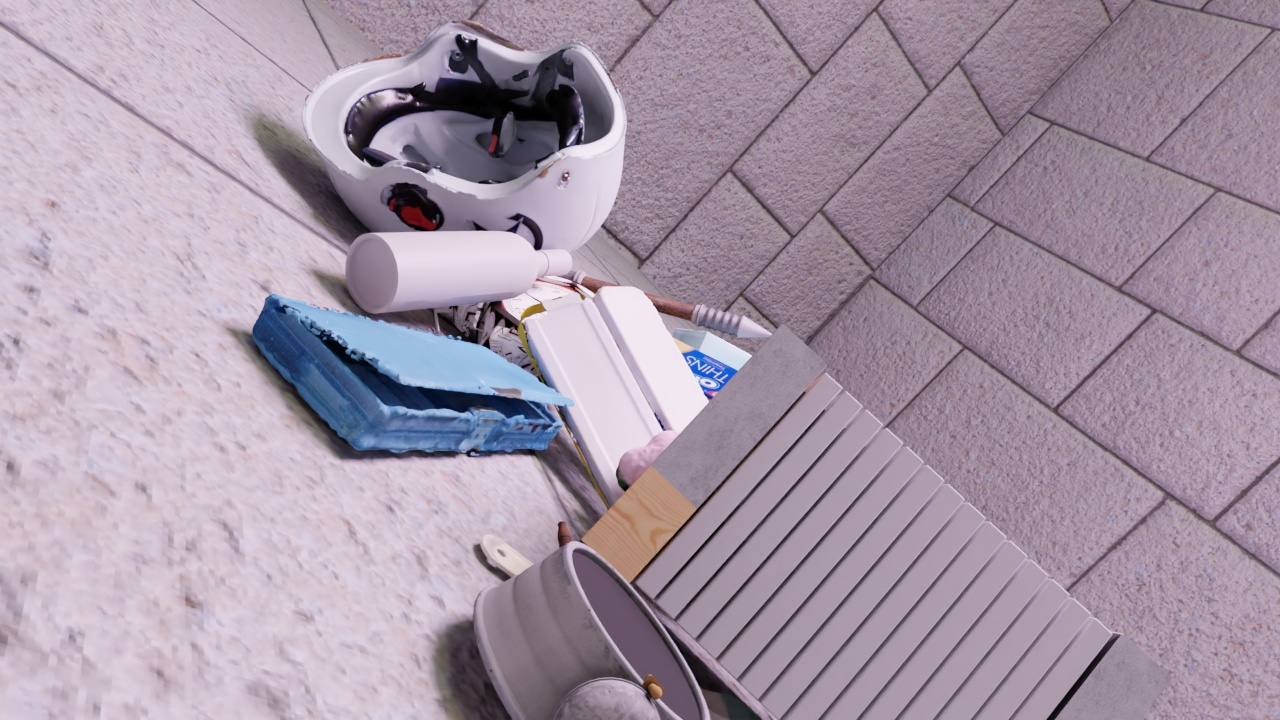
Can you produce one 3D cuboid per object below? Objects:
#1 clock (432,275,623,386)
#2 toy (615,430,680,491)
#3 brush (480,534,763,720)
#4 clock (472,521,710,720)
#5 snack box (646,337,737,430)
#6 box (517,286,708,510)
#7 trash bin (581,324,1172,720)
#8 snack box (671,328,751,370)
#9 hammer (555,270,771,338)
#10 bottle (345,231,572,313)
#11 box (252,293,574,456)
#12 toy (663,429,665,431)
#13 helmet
[{"bbox_3d":[-0.093,-0.016,0.732,0.154,0.065,0.114,-2,38,-37],"label":"clock"},{"bbox_3d":[0.045,0.082,0.603,0.102,0.093,0.050,49,-24,9],"label":"toy"},{"bbox_3d":[0.003,0.154,0.473,0.217,0.012,0.033,40,9,-16],"label":"brush"},{"bbox_3d":[-0.018,0.125,0.352,0.104,0.056,0.148,51,2,-9],"label":"clock"},{"bbox_3d":[-0.005,0.005,0.811,0.207,0.056,0.057,28,35,25],"label":"snack box"},{"bbox_3d":[0.003,0.038,0.666,0.129,0.039,0.209,-14,66,-39],"label":"box"},{"bbox_3d":[0.107,0.129,0.496,0.247,0.142,0.142,43,-10,5],"label":"trash bin"},{"bbox_3d":[0.071,0.007,0.929,0.075,0.053,0.175,29,-2,-8],"label":"snack box"},{"bbox_3d":[-0.025,-0.068,0.912,0.322,0.043,0.156,16,2,13],"label":"hammer"},{"bbox_3d":[-0.119,-0.068,0.669,0.052,0.053,0.194,46,29,20],"label":"bottle"},{"bbox_3d":[-0.115,0.009,0.533,0.093,0.048,0.231,44,8,16],"label":"box"},{"bbox_3d":[0.059,0.082,0.895,0.142,0.084,0.213,46,6,30],"label":"toy"},{"bbox_3d":[-0.146,-0.167,0.802,0.164,0.264,0.236,94,-5,-46],"label":"helmet"}]
